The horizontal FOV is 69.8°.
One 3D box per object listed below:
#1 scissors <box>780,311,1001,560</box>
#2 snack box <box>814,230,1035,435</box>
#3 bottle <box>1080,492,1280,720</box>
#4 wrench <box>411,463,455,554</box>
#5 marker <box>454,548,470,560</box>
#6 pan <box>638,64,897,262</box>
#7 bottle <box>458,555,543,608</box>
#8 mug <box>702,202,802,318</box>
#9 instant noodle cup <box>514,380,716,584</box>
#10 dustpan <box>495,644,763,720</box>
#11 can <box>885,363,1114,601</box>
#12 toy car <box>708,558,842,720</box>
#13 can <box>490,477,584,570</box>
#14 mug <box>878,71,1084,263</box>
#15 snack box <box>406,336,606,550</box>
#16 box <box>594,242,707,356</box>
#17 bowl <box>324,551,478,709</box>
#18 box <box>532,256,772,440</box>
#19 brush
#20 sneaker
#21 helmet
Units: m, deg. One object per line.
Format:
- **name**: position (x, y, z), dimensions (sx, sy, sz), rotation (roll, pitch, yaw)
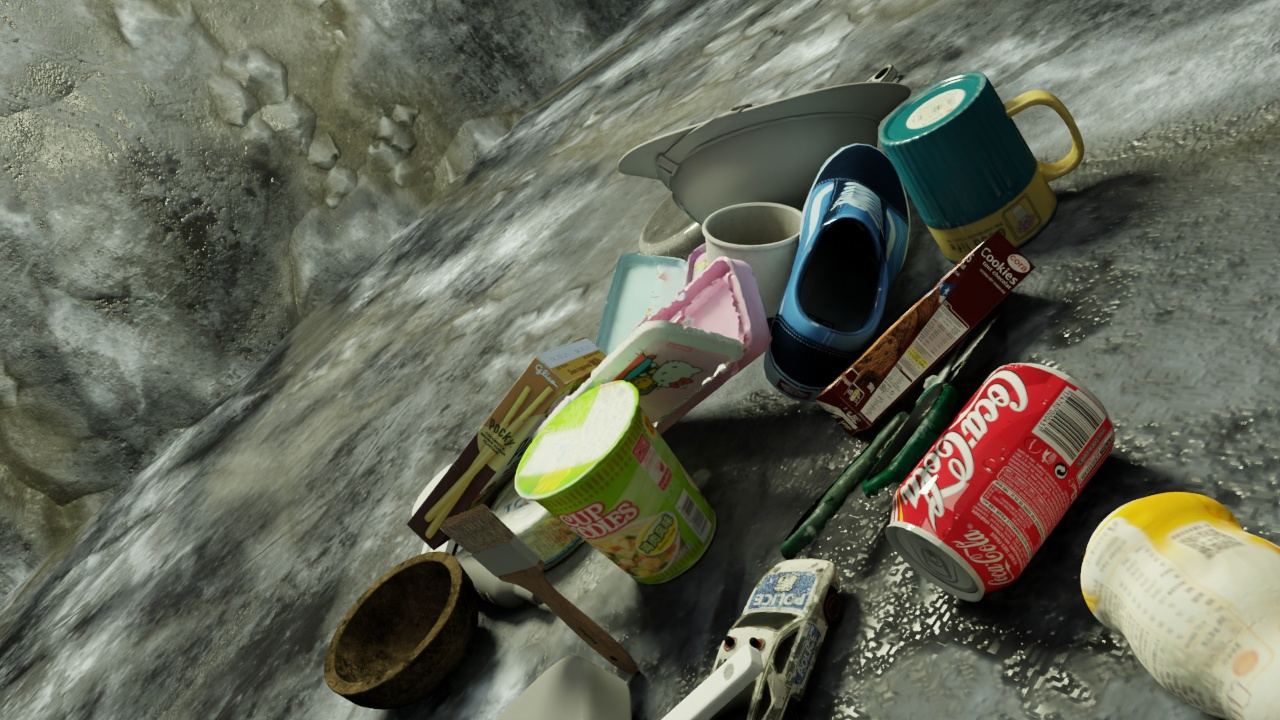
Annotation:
- **scissors**: position (0.145, 0.043, 0.528), dimensions (0.209, 0.015, 0.147), rotation (-37, -14, -48)
- **snack box**: position (0.174, -0.015, 0.566), dimensions (0.141, 0.032, 0.051), rotation (-42, -7, -6)
- **bottle**: position (0.204, 0.093, 0.313), dimensions (0.063, 0.063, 0.108), rotation (-37, 26, 6)
- **wrench**: position (-0.191, 0.182, 0.812), dimensions (0.087, 0.018, 0.272), rotation (-30, 26, 22)
- **marker**: position (-0.147, 0.168, 0.746), dimensions (0.141, 0.020, 0.020), rotation (-40, 22, -17)
- **pan**: position (0.134, -0.215, 1.013), dimensions (0.357, 0.055, 0.187), rotation (-42, 23, 5)
- **bottle**: position (-0.103, 0.167, 0.684), dimensions (0.113, 0.030, 0.030), rotation (-5, 41, 54)
- **mug**: position (0.109, -0.084, 0.751), dimensions (0.113, 0.071, 0.084), rotation (-4, 33, 5)
- **instant noodle cup**: position (-0.010, 0.085, 0.592), dimensions (0.099, 0.108, 0.098), rotation (-33, 24, 16)
- **dustpan**: position (-0.037, 0.219, 0.460), dimensions (0.258, 0.033, 0.163), rotation (-49, 19, 21)
- **can**: position (0.167, 0.056, 0.431), dimensions (0.104, 0.064, 0.064), rotation (-46, 24, -15)
- **toy car**: position (0.064, 0.143, 0.462), dimensions (0.049, 0.040, 0.112), rotation (-14, 34, 45)
- **can**: position (-0.076, 0.119, 0.714), dimensions (0.086, 0.043, 0.086), rotation (-31, 25, 17)
- **mug**: position (0.237, -0.139, 0.628), dimensions (0.114, 0.107, 0.083), rotation (-26, 24, 28)
- **snack box**: position (-0.106, 0.066, 0.753), dimensions (0.186, 0.031, 0.100), rotation (-50, -7, 19)
- **box**: position (0.037, -0.055, 0.852), dimensions (0.150, 0.049, 0.213), rotation (-10, 32, 14)
- **bowl**: position (-0.164, 0.205, 0.671), dimensions (0.121, 0.056, 0.121), rotation (-27, 28, 16)
- **box**: position (-0.005, 0.006, 0.659), dimensions (0.202, 0.102, 0.087), rotation (-43, 54, 50)
- **brush**: position (-0.050, 0.134, 0.519), dimensions (0.045, 0.143, 0.008), rotation (-28, 23, 46)
- **sneaker**: position (0.155, -0.086, 0.646), dimensions (0.098, 0.083, 0.240), rotation (111, -177, -56)
- **helmet**: position (0.117, -0.157, 0.834), dimensions (0.272, 0.117, 0.183), rotation (-12, 0, 23)
